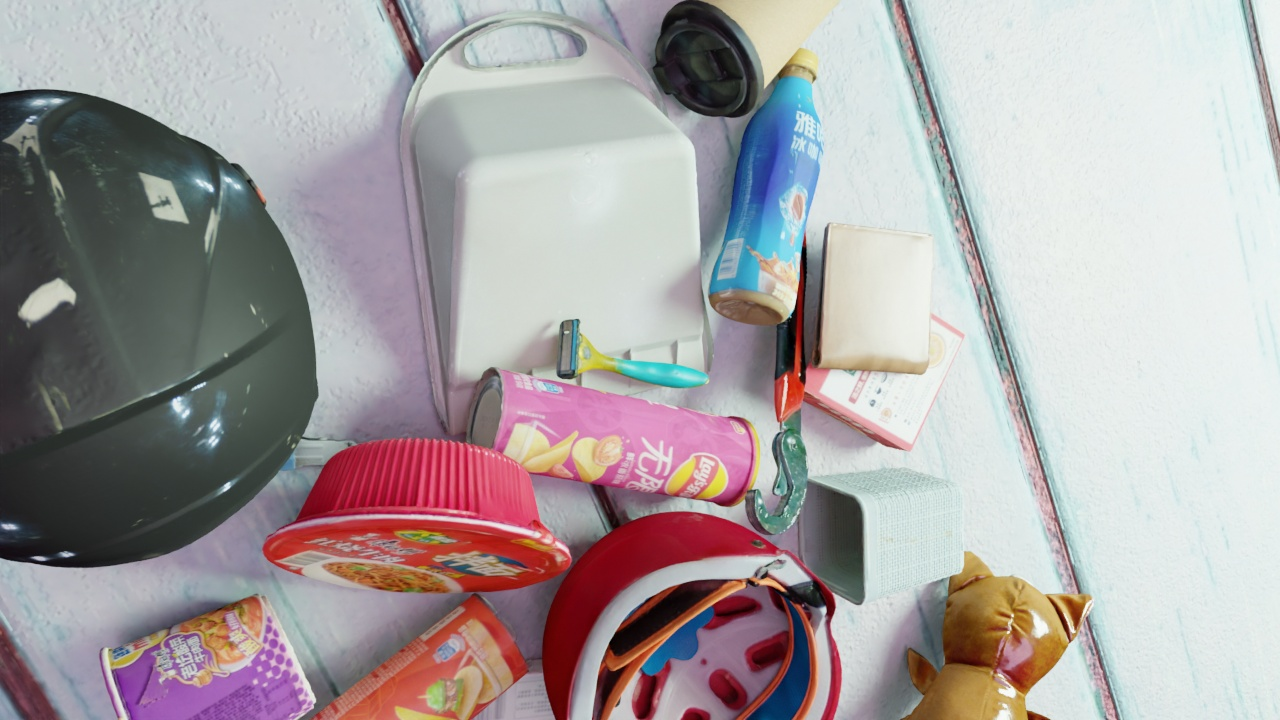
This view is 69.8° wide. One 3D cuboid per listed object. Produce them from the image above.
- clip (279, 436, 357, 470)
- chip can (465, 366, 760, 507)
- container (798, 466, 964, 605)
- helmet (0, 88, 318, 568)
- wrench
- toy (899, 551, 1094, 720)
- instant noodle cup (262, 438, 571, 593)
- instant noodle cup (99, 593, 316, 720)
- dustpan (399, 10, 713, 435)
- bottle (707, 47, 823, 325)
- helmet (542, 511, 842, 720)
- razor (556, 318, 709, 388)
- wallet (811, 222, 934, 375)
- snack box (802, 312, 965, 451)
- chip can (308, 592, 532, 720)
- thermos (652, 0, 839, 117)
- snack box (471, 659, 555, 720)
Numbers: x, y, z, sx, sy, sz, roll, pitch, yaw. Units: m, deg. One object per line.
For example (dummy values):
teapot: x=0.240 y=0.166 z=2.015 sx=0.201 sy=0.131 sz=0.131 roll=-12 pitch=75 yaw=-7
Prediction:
clip: x=-0.222 y=0.062 z=0.630 sx=0.058 sy=0.039 sz=0.026 roll=3 pitch=93 yaw=-20
chip can: x=-0.017 y=0.058 z=0.669 sx=0.210 sy=0.071 sz=0.071 roll=13 pitch=91 yaw=-28
container: x=0.203 y=0.141 z=0.767 sx=0.111 sy=0.090 sz=0.090 roll=-5 pitch=98 yaw=-24
helmet: x=-0.303 y=-0.027 z=0.488 sx=0.233 sy=0.231 sz=0.274 roll=-25 pitch=84 yaw=-19
wrench: x=0.112 y=-0.001 z=0.710 sx=0.056 sy=0.016 sz=0.273 roll=19 pitch=69 yaw=-36
toy: x=0.308 y=0.276 z=0.807 sx=0.140 sy=0.130 sz=0.199 roll=18 pitch=75 yaw=16
instant noodle cup: x=-0.141 y=0.102 z=0.598 sx=0.193 sy=0.194 sz=0.065 roll=9 pitch=62 yaw=-22
instant noodle cup: x=-0.270 y=0.207 z=0.584 sx=0.099 sy=0.112 sz=0.111 roll=-27 pitch=105 yaw=-26
dustpan: x=-0.064 y=-0.108 z=0.678 sx=0.222 sy=0.142 sz=0.258 roll=-12 pitch=129 yaw=-20
bottle: x=0.103 y=-0.137 z=0.701 sx=0.065 sy=0.065 sz=0.218 roll=19 pitch=74 yaw=-22
helmet: x=0.031 y=0.210 z=0.680 sx=0.207 sy=0.144 sz=0.240 roll=-44 pitch=124 yaw=-7
razor: x=-0.004 y=0.004 z=0.678 sx=0.132 sy=0.028 sz=0.043 roll=12 pitch=70 yaw=-35
wallet: x=0.186 y=-0.048 z=0.728 sx=0.101 sy=0.020 sz=0.115 roll=4 pitch=91 yaw=-20
snack box: x=0.193 y=-0.001 z=0.769 sx=0.127 sy=0.044 sz=0.113 roll=29 pitch=85 yaw=-21
chip can: x=-0.177 y=0.246 z=0.606 sx=0.216 sy=0.073 sz=0.073 roll=-36 pitch=107 yaw=-27
thermos: x=0.083 y=-0.249 z=0.682 sx=0.143 sy=0.093 sz=0.093 roll=-46 pitch=109 yaw=-20
snack box: x=-0.107 y=0.309 z=0.696 sx=0.084 sy=0.027 sz=0.157 roll=2 pitch=95 yaw=-21
